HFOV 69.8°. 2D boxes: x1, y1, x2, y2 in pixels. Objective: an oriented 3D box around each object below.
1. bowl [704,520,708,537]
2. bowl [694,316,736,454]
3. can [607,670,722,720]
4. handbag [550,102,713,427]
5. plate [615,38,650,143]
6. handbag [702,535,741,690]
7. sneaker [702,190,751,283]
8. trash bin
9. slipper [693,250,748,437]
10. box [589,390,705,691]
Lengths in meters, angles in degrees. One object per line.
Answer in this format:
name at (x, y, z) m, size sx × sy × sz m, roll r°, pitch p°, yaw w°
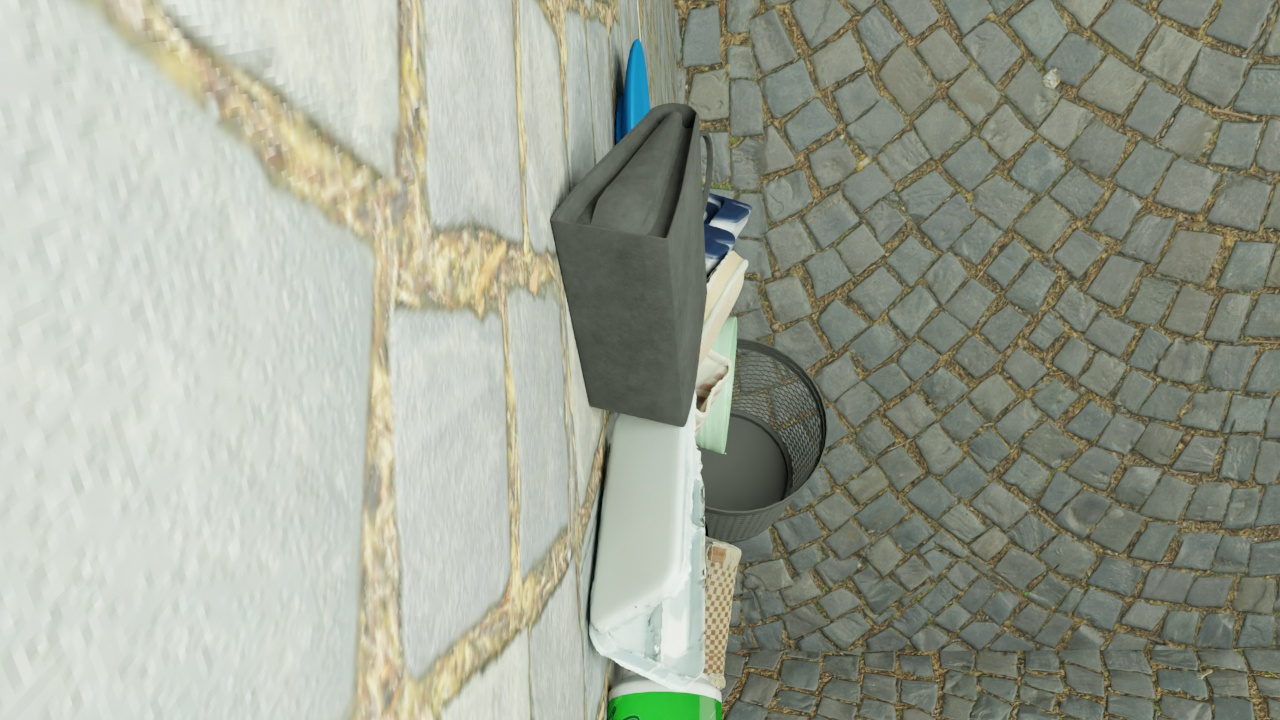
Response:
bowl at (0.047, 0.201, 0.982) m, size 0.124 × 0.052 × 0.124 m, roll -2°, pitch 89°, yaw -84°
bowl at (0.063, 0.024, 1.005) m, size 0.151 × 0.077 × 0.151 m, roll 6°, pitch 89°, yaw -82°
can at (0.018, 0.307, 0.679) m, size 0.088 × 0.088 × 0.139 m, roll 80°, pitch 9°, yaw -57°
handbag at (0.021, -0.089, 0.639) m, size 0.176 × 0.072 × 0.195 m, roll 82°, pitch 25°, yaw -49°
plate at (-0.007, -0.212, 0.946) m, size 0.224 × 0.024 × 0.224 m, roll 0°, pitch 88°, yaw -85°
handbag at (0.033, 0.215, 0.829) m, size 0.186 × 0.047 × 0.124 m, roll 169°, pitch -70°, yaw -73°
sneaker at (0.027, -0.074, 0.854) m, size 0.268 × 0.103 × 0.133 m, roll -50°, pitch 157°, yaw -62°
trash bin at (0.113, 0.117, 1.178) m, size 0.228 × 0.218 × 0.217 m, roll 87°, pitch 3°, yaw -66°
slipper at (0.049, 0.019, 0.824) m, size 0.114 × 0.052 × 0.264 m, roll -51°, pitch 166°, yaw -49°
box at (0.029, 0.122, 0.670) m, size 0.129 × 0.105 × 0.210 m, roll -42°, pitch -153°, yaw 37°
